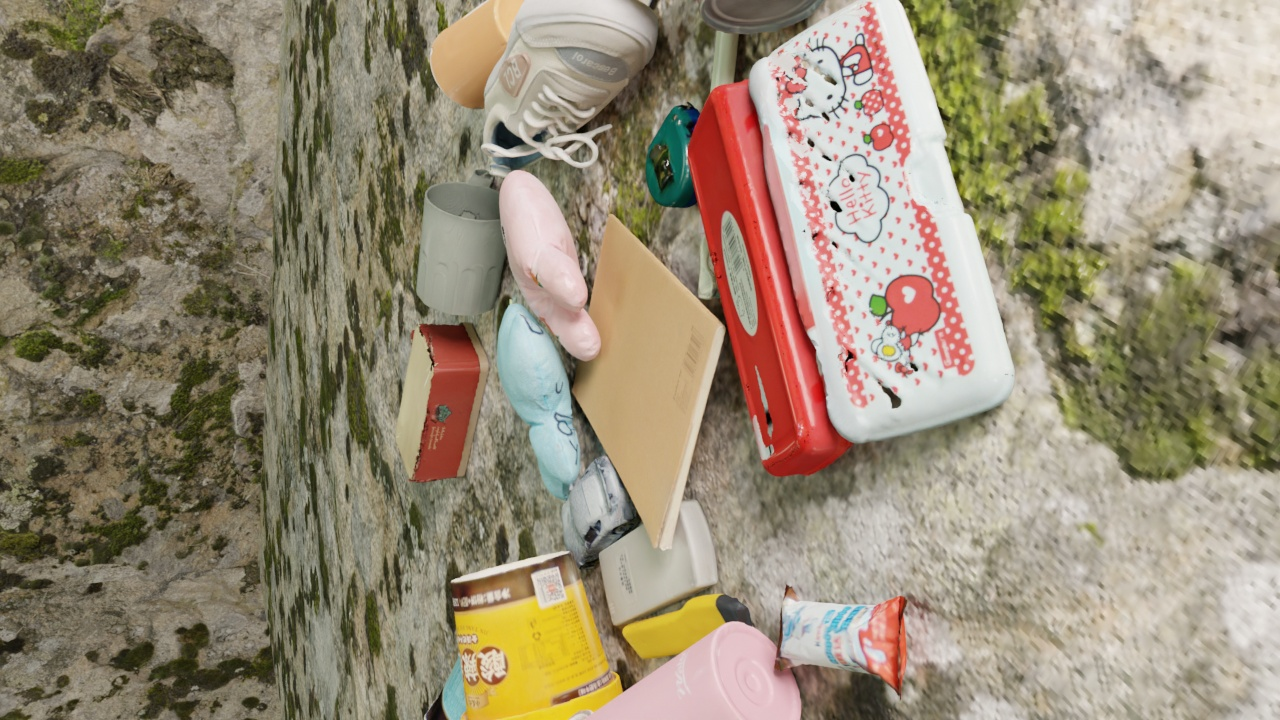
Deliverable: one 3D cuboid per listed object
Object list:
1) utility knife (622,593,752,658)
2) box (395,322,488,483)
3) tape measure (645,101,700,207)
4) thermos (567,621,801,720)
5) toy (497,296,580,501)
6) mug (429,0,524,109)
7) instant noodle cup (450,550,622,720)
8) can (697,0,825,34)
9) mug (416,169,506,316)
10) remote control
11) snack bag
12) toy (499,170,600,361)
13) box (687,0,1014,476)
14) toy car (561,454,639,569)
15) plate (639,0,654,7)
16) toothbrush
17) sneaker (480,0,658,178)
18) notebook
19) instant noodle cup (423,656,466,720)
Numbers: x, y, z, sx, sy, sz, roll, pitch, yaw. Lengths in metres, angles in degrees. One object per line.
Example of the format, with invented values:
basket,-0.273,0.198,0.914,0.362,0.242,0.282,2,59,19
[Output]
utility knife,0.028,0.170,0.587,0.033,0.015,0.154,62,147,6
box,-0.225,0.045,0.990,0.091,0.077,0.169,56,138,44
tape measure,0.022,-0.124,0.577,0.058,0.025,0.054,-53,45,50
thermos,0.002,0.220,0.538,0.199,0.067,0.087,-45,19,32
toy,-0.081,0.026,0.726,0.162,0.049,0.156,103,145,-67
mug,-0.125,-0.275,0.797,0.123,0.078,0.078,-8,84,57
instant noodle cup,-0.082,0.207,0.676,0.119,0.118,0.114,-25,76,60
can,0.057,-0.224,0.463,0.067,0.066,0.093,-19,75,61
mug,-0.167,-0.116,0.888,0.123,0.083,0.104,-86,10,-59
remote control,0.009,0.139,0.619,0.135,0.019,0.056,-46,52,53
snack bag,0.097,0.136,0.451,0.104,0.026,0.048,-14,67,61
toy,-0.069,-0.072,0.689,0.159,0.054,0.121,-120,12,-48
box,0.083,-0.054,0.439,0.160,0.065,0.201,-34,63,53
toy car,-0.036,0.115,0.688,0.121,0.036,0.054,-59,43,50
plate,-0.013,-0.322,0.625,0.164,0.034,0.164,-46,51,53
toothbrush,0.048,-0.130,0.538,0.029,0.020,0.189,-57,-29,-82
sneaker,-0.067,-0.189,0.667,0.243,0.089,0.090,-4,72,65
notebook,-0.004,0.004,0.618,0.211,0.012,0.150,-126,44,-58
instant noodle cup,-0.117,0.277,0.785,0.111,0.111,0.121,49,124,50
